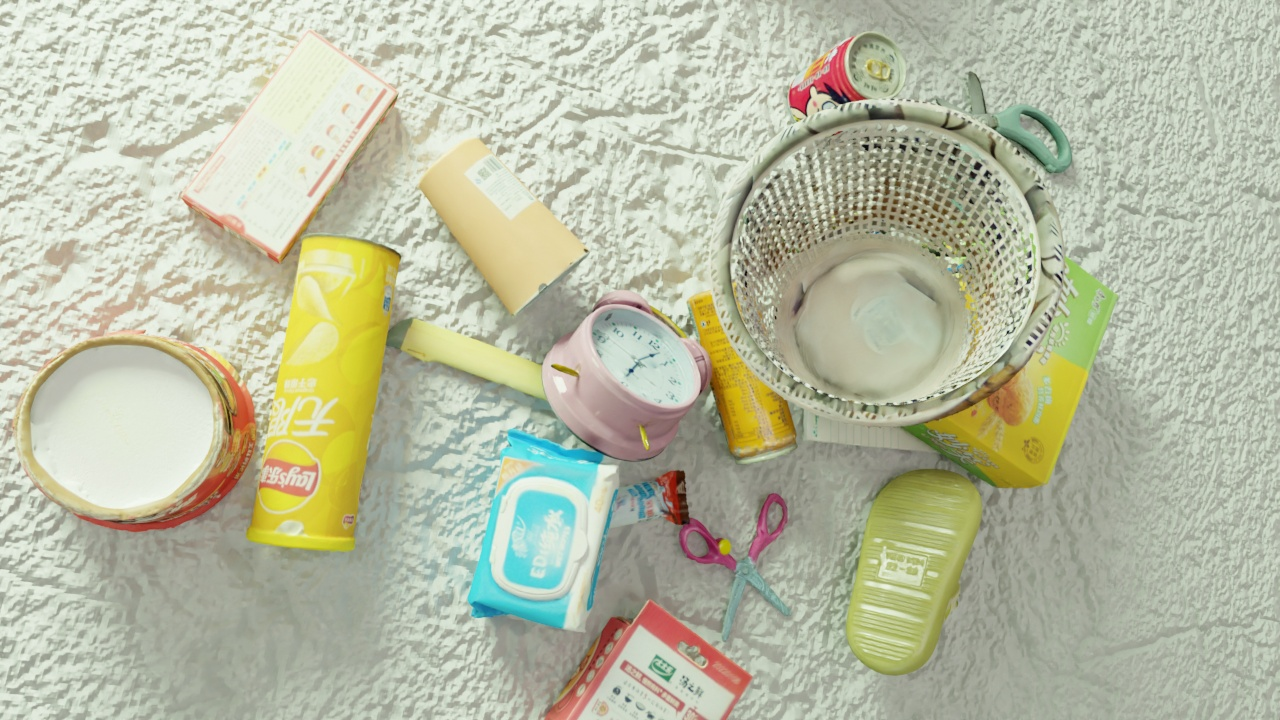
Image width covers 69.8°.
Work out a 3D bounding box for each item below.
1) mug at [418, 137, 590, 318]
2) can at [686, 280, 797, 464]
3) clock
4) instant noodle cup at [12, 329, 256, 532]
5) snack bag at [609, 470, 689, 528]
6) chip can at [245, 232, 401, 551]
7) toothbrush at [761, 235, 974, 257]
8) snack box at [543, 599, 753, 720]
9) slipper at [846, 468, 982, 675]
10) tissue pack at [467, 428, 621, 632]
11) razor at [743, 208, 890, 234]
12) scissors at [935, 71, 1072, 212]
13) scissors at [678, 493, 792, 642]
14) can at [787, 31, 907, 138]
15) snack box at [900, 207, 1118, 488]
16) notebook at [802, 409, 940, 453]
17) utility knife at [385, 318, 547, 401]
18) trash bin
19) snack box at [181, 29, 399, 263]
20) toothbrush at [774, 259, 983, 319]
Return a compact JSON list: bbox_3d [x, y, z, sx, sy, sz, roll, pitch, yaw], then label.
[{"bbox_3d":[-0.106,-0.103,0.694,0.078,0.078,0.123,-42,96,-19],"label":"mug"},{"bbox_3d":[0.085,0.009,0.763,0.058,0.058,0.146,-17,92,-21],"label":"can"},{"bbox_3d":[-0.004,0.004,0.710,0.117,0.060,0.158,39,34,-1],"label":"clock"},{"bbox_3d":[-0.319,0.045,0.579,0.137,0.109,0.138,2,85,-21],"label":"instant noodle cup"},{"bbox_3d":[-0.012,0.116,0.734,0.104,0.026,0.048,-4,78,-21],"label":"snack bag"},{"bbox_3d":[-0.219,0.023,0.641,0.072,0.072,0.213,10,81,-20],"label":"chip can"},{"bbox_3d":[0.198,-0.100,0.802,0.186,0.012,0.017,1,72,4],"label":"toothbrush"},{"bbox_3d":[0.005,0.267,0.717,0.113,0.044,0.127,40,74,-13],"label":"snack box"},{"bbox_3d":[0.238,0.187,0.802,0.190,0.092,0.081,-63,146,-24],"label":"slipper"},{"bbox_3d":[-0.070,0.128,0.679,0.090,0.063,0.140,12,82,3],"label":"tissue pack"},{"bbox_3d":[0.157,-0.122,0.823,0.142,0.022,0.043,4,128,-17],"label":"razor"},{"bbox_3d":[0.364,-0.202,0.910,0.178,0.019,0.170,-3,86,-20],"label":"scissors"},{"bbox_3d":[0.090,0.169,0.775,0.133,0.017,0.135,45,70,-16],"label":"scissors"},{"bbox_3d":[0.179,-0.240,0.802,0.066,0.094,0.066,2,84,-21],"label":"can"},{"bbox_3d":[0.324,-0.011,0.836,0.157,0.070,0.209,32,74,-12],"label":"snack box"},{"bbox_3d":[0.244,0.009,0.850,0.209,0.012,0.150,6,82,-20],"label":"notebook"},{"bbox_3d":[-0.094,0.013,0.715,0.213,0.022,0.031,21,79,-11],"label":"utility knife"},{"bbox_3d":[0.176,-0.049,0.689,0.228,0.192,0.227,-3,77,11],"label":"trash bin"},{"bbox_3d":[-0.251,-0.156,0.666,0.077,0.027,0.155,34,74,-14],"label":"snack box"},{"bbox_3d":[0.207,-0.064,0.799,0.189,0.014,0.016,-15,73,6],"label":"toothbrush"}]
